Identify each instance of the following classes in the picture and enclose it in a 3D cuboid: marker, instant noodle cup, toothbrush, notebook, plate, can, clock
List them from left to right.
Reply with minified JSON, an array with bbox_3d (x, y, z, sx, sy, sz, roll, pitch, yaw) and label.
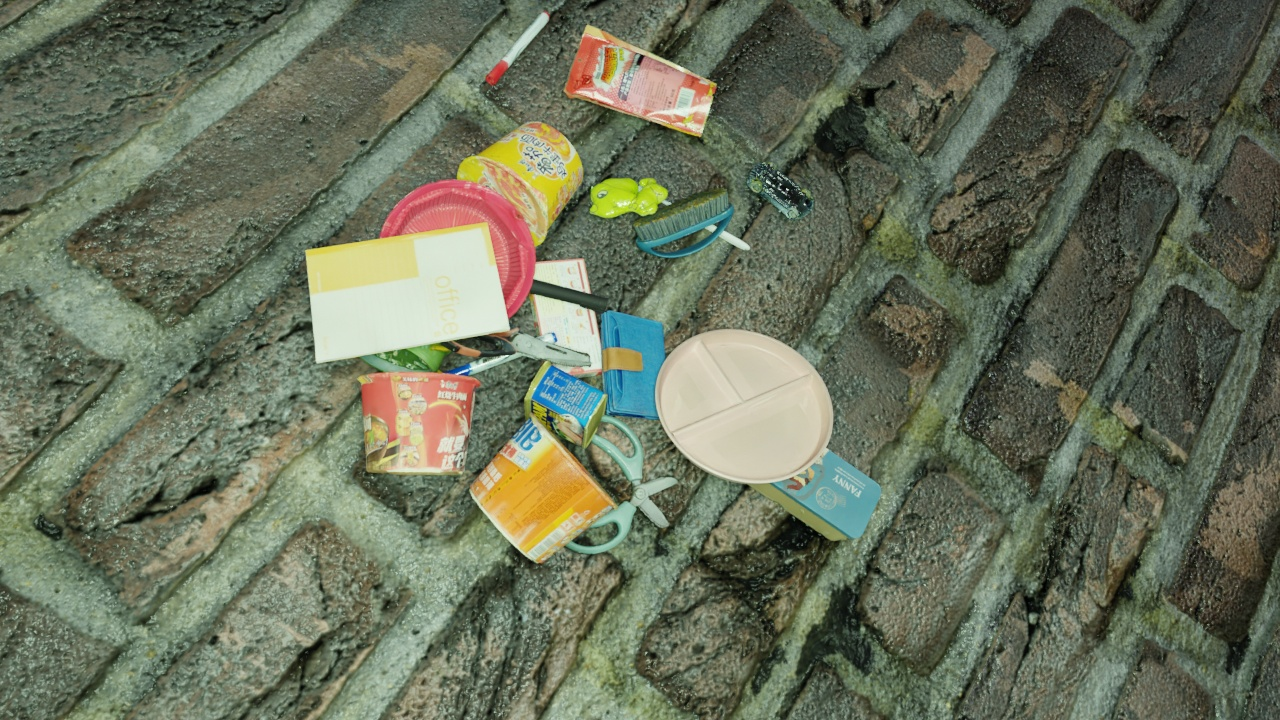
[{"bbox_3d":[-0.293,-0.030,1.064,0.161,0.116,0.056,21,63,-6],"label":"clock"},{"bbox_3d":[-0.259,-0.078,1.014,0.206,0.010,0.145,-10,65,-10],"label":"notebook"},{"bbox_3d":[-0.251,0.075,1.042,0.137,0.138,0.108,3,81,-17],"label":"instant noodle cup"},{"bbox_3d":[-0.223,-0.119,1.100,0.194,0.066,0.194,-1,101,-5],"label":"instant noodle cup"},{"bbox_3d":[-0.172,-0.004,1.133,0.145,0.017,0.017,-21,80,-10],"label":"marker"},{"bbox_3d":[-0.170,-0.439,1.285,0.017,0.017,0.145,35,66,-5],"label":"marker"},{"bbox_3d":[-0.146,-0.229,1.170,0.138,0.138,0.109,40,58,-2],"label":"instant noodle cup"},{"bbox_3d":[-0.115,0.150,1.047,0.111,0.151,0.151,-43,89,-6],"label":"instant noodle cup"},{"bbox_3d":[-0.107,-0.085,1.162,0.132,0.020,0.022,14,58,-9],"label":"marker"},{"bbox_3d":[-0.089,0.055,1.101,0.083,0.102,0.057,27,67,6],"label":"can"},{"bbox_3d":[0.074,-0.197,1.287,0.180,0.016,0.016,27,75,-7],"label":"toothbrush"},{"bbox_3d":[0.130,0.058,1.165,0.229,0.028,0.229,5,54,-7],"label":"plate"}]

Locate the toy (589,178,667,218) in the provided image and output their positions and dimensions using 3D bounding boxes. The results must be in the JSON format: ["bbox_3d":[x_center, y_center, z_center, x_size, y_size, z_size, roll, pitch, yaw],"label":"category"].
[{"bbox_3d":[-0.019,-0.222,1.246,0.100,0.031,0.096,22,55,19],"label":"toy"}]

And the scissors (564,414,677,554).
[{"bbox_3d":[-0.044,0.157,1.139,0.169,0.019,0.174,-32,86,-24],"label":"scissors"}]

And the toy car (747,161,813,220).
[{"bbox_3d":[0.203,-0.244,1.333,0.105,0.031,0.048,36,67,-2],"label":"toy car"}]

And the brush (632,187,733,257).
[{"bbox_3d":[0.062,-0.181,1.252,0.143,0.055,0.073,-23,114,-9],"label":"brush"}]

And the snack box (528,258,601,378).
[{"bbox_3d":[-0.098,-0.053,1.182,0.077,0.027,0.155,-7,75,-19],"label":"snack box"}]

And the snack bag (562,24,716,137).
[{"bbox_3d":[0.002,-0.392,1.303,0.208,0.073,0.128,18,64,-6],"label":"snack bag"}]

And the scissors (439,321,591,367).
[{"bbox_3d":[-0.147,-0.035,1.086,0.208,0.015,0.182,-30,87,-48],"label":"scissors"}]

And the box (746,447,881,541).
[{"bbox_3d":[0.225,0.162,1.197,0.184,0.064,0.089,32,67,-4],"label":"box"}]

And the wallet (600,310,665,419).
[{"bbox_3d":[-0.007,0.007,1.172,0.106,0.040,0.133,10,68,-42],"label":"wallet"}]
